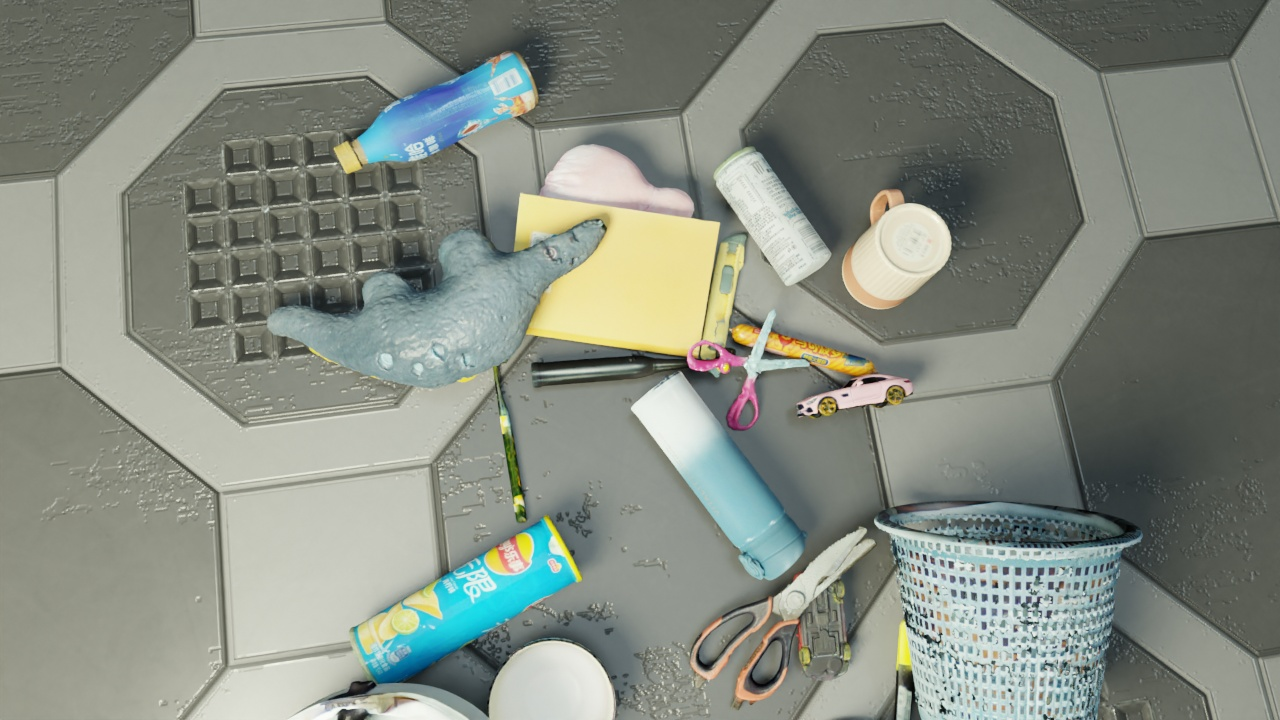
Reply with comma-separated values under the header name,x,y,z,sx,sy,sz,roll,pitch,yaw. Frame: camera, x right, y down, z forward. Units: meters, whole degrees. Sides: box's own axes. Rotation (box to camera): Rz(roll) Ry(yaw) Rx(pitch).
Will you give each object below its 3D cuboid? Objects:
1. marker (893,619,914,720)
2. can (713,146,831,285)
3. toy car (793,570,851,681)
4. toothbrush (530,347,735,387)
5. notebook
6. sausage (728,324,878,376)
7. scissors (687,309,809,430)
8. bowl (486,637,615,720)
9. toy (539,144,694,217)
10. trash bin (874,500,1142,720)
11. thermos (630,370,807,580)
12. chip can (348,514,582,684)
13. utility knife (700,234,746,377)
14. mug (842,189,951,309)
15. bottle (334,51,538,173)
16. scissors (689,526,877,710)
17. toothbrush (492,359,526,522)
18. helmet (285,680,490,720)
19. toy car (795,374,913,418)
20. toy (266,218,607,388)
name,x,y,z,sx,sy,sz,roll,pitch,yaw
marker,0.261,0.319,0.908,0.018,0.015,0.124,7,80,-4
can,0.140,-0.154,0.978,0.058,0.058,0.146,-32,82,-10
toy car,0.177,0.260,0.905,0.049,0.031,0.106,-5,83,-4
toothbrush,-0.006,0.006,0.946,0.212,0.026,0.027,-5,110,-4
notebook,-0.030,-0.087,0.948,0.206,0.010,0.146,8,101,-2
sausage,0.172,-0.010,0.968,0.165,0.021,0.021,15,77,-1
scissors,0.112,0.012,0.945,0.133,0.017,0.136,-1,99,-12
bowl,-0.082,0.317,0.855,0.116,0.066,0.116,1,79,-3
toy,-0.028,-0.158,0.968,0.159,0.054,0.121,23,86,2
trash bin,0.332,0.242,0.843,0.226,0.226,0.195,0,90,-4
thermos,0.079,0.115,0.912,0.070,0.070,0.220,-35,82,-11
chip can,-0.162,0.229,0.865,0.210,0.071,0.071,-29,81,-10
utility knife,0.088,-0.061,0.979,0.031,0.018,0.162,10,82,3
mug,0.264,-0.122,0.956,0.081,0.106,0.114,-2,78,-5
bottle,-0.216,-0.256,0.971,0.218,0.065,0.065,-28,81,-9
scissors,0.146,0.249,0.879,0.207,0.015,0.193,-6,93,8
toothbrush,-0.132,0.072,0.933,0.017,0.012,0.185,-7,78,-17
helmet,-0.212,0.381,0.786,0.259,0.146,0.229,-24,86,2
toy car,0.219,0.036,0.944,0.122,0.056,0.037,-10,82,-6
toy,-0.192,-0.046,0.910,0.356,0.091,0.137,-19,75,2
